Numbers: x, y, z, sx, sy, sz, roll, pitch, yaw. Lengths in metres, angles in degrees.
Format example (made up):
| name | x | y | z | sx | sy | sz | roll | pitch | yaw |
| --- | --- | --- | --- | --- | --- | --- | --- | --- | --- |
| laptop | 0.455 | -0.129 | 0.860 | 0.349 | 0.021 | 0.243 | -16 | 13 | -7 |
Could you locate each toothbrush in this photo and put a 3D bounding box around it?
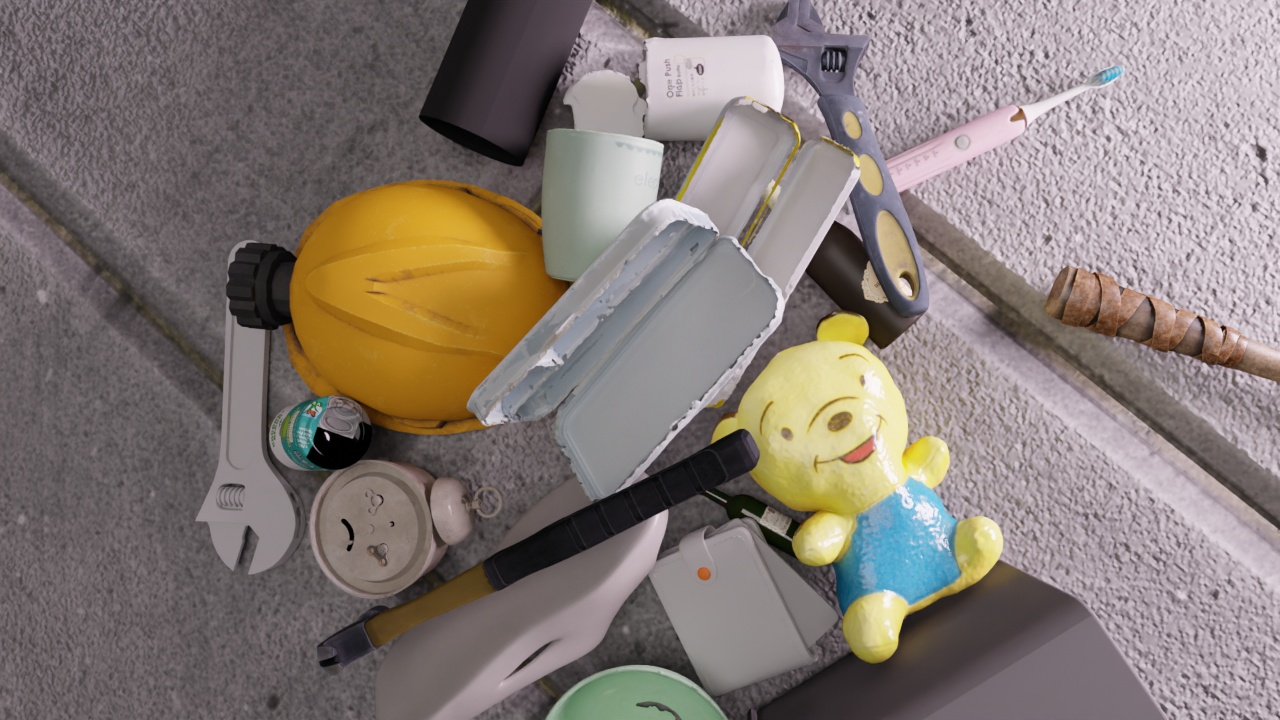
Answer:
| name | x | y | z | sx | sy | sz | roll | pitch | yaw |
| --- | --- | --- | --- | --- | --- | --- | --- | --- | --- |
| toothbrush | 0.252 | -0.168 | 0.684 | 0.223 | 0.026 | 0.027 | -25 | 95 | 6 |

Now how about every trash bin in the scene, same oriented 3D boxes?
| name | x | y | z | sx | sy | sz | roll | pitch | yaw |
| --- | --- | --- | --- | --- | --- | --- | --- | --- | --- |
| trash bin | 0.186 | 0.235 | 0.590 | 0.220 | 0.192 | 0.097 | -33 | 83 | 3 |

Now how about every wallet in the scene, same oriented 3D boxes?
| name | x | y | z | sx | sy | sz | roll | pitch | yaw |
| --- | --- | --- | --- | --- | --- | --- | --- | --- | --- |
| wallet | 0.078 | 0.174 | 0.670 | 0.115 | 0.037 | 0.118 | -27 | 87 | 22 |

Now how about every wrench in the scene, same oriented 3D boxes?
| name | x | y | z | sx | sy | sz | roll | pitch | yaw |
| --- | --- | --- | --- | --- | --- | --- | --- | --- | --- |
| wrench | -0.316 | 0.036 | 0.756 | 0.087 | 0.018 | 0.273 | 1 | 86 | 8 |
| wrench | 0.157 | -0.158 | 0.675 | 0.073 | 0.022 | 0.273 | -15 | 74 | 3 |

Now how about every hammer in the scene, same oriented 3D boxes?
| name | x | y | z | sx | sy | sz | roll | pitch | yaw |
| --- | --- | --- | --- | --- | --- | --- | --- | --- | --- |
| hammer | -0.074 | 0.130 | 0.614 | 0.333 | 0.117 | 0.025 | -28 | 87 | 11 |
| hammer | 0.447 | 0.006 | 0.642 | 0.319 | 0.049 | 0.121 | 21 | 92 | 10 |

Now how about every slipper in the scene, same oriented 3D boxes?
| name | x | y | z | sx | sy | sz | roll | pitch | yaw |
| --- | --- | --- | --- | --- | --- | --- | --- | --- | --- |
| slipper | -0.077 | 0.190 | 0.688 | 0.266 | 0.080 | 0.113 | -43 | 38 | 0 |

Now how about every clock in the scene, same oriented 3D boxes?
| name | x | y | z | sx | sy | sz | roll | pitch | yaw |
| --- | --- | --- | --- | --- | --- | --- | --- | --- | --- |
| clock | -0.177 | 0.123 | 0.711 | 0.157 | 0.061 | 0.103 | -14 | 85 | 14 |

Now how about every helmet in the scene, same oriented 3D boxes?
| name | x | y | z | sx | sy | sz | roll | pitch | yaw |
| --- | --- | --- | --- | --- | --- | --- | --- | --- | --- |
| helmet | -0.176 | -0.047 | 0.684 | 0.255 | 0.131 | 0.205 | 5 | 87 | 7 |

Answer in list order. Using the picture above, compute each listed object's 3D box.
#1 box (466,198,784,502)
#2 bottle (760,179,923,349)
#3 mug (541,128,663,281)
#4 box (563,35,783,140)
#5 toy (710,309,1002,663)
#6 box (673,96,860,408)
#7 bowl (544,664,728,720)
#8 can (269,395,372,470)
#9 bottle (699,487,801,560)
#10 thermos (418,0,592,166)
| name | x | y | z | sx | sy | sz | roll | pitch | yaw |
| --- | --- | --- | --- | --- | --- | --- | --- | --- | --- |
| box | 0.001 | 0.007 | 0.624 | 0.216 | 0.106 | 0.127 | -45 | 75 | 22 |
| bottle | 0.133 | -0.090 | 0.686 | 0.045 | 0.045 | 0.184 | -43 | 82 | 3 |
| mug | -0.028 | -0.110 | 0.676 | 0.084 | 0.111 | 0.104 | 8 | 99 | 11 |
| box | 0.021 | -0.199 | 0.693 | 0.166 | 0.092 | 0.083 | 0 | 90 | -1 |
| toy | 0.148 | 0.086 | 0.653 | 0.148 | 0.084 | 0.214 | -29 | 78 | -17 |
| box | 0.066 | -0.076 | 0.667 | 0.117 | 0.057 | 0.210 | 34 | 107 | 16 |
| bowl | 0.003 | 0.290 | 0.668 | 0.151 | 0.077 | 0.151 | 0 | 87 | 8 |
| can | -0.246 | 0.056 | 0.700 | 0.054 | 0.102 | 0.055 | 4 | 82 | -34 |
| bottle | 0.087 | 0.118 | 0.692 | 0.106 | 0.025 | 0.025 | 28 | 91 | 8 |
| thermos | -0.091 | -0.260 | 0.705 | 0.086 | 0.086 | 0.198 | 23 | 90 | 8 |
